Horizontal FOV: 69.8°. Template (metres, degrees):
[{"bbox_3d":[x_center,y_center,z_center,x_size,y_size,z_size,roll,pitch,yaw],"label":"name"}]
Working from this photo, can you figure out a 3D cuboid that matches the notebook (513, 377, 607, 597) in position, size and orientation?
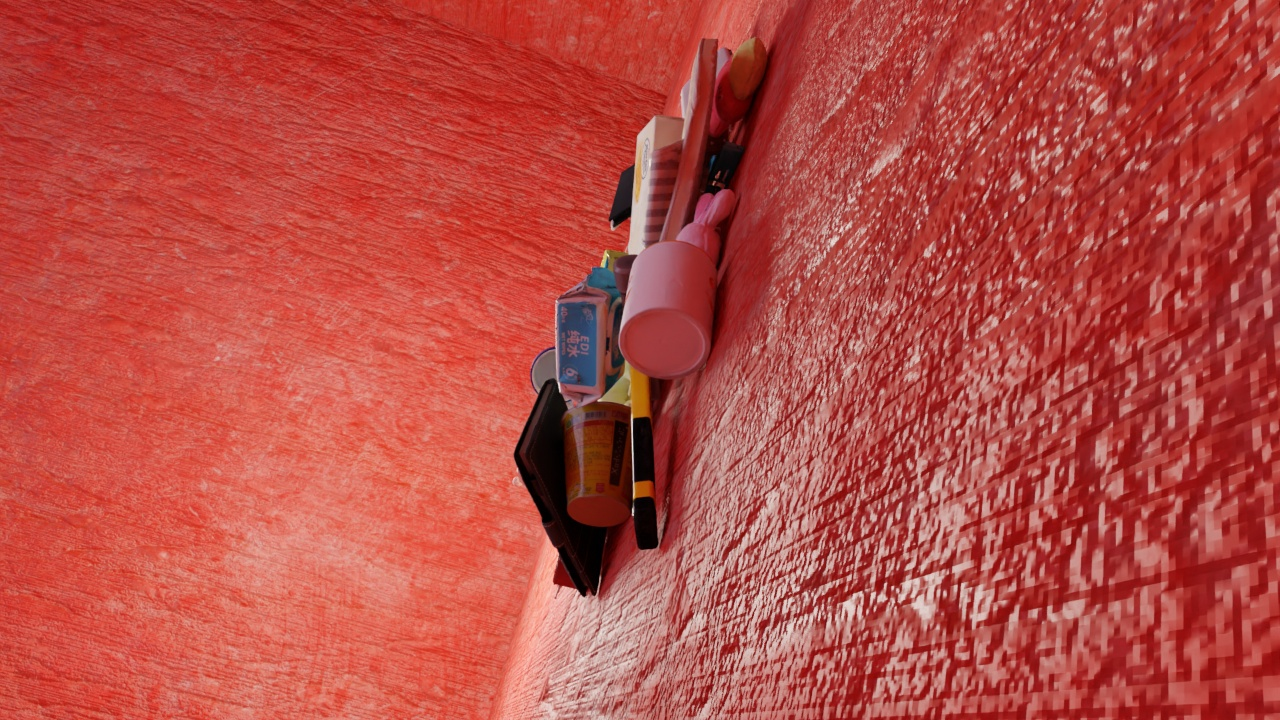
[{"bbox_3d":[-0.085,0.149,1.066,0.169,0.029,0.209,-77,-32,-60],"label":"notebook"}]

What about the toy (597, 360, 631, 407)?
[{"bbox_3d":[-0.007,0.006,1.103,0.170,0.064,0.155,-69,14,-8],"label":"toy"}]

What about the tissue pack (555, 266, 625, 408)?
[{"bbox_3d":[-0.050,-0.028,1.002,0.092,0.062,0.144,-45,-42,-66],"label":"tissue pack"}]

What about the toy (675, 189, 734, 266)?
[{"bbox_3d":[0.059,-0.119,0.912,0.063,0.047,0.110,166,125,-76],"label":"toy"}]

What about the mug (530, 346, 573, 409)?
[{"bbox_3d":[-0.106,0.036,1.245,0.076,0.075,0.112,-161,52,-83],"label":"mug"}]

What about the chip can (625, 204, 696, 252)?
[{"bbox_3d":[0.019,-0.175,1.370,0.230,0.080,0.079,117,169,-65],"label":"chip can"}]

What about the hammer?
[{"bbox_3d":[0.002,0.049,0.871,0.323,0.034,0.170,-92,-5,-53],"label":"hammer"}]

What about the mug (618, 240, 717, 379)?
[{"bbox_3d":[0.026,-0.046,0.824,0.105,0.082,0.082,-80,8,-50],"label":"mug"}]

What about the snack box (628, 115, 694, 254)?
[{"bbox_3d":[0.026,-0.177,1.100,0.104,0.057,0.208,-175,89,-78],"label":"snack box"}]

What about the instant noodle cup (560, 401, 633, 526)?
[{"bbox_3d":[-0.044,0.118,1.012,0.101,0.100,0.112,114,164,-52],"label":"instant noodle cup"}]

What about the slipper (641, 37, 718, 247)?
[{"bbox_3d":[0.041,-0.207,0.976,0.114,0.054,0.272,8,-86,-79],"label":"slipper"}]

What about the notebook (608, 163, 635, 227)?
[{"bbox_3d":[0.037,-0.270,1.270,0.169,0.019,0.231,-31,21,18],"label":"notebook"}]

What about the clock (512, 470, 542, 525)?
[{"bbox_3d":[-0.101,0.152,1.241,0.086,0.131,0.161,-78,8,-47],"label":"clock"}]

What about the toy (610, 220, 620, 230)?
[{"bbox_3d":[0.023,-0.228,1.414,0.097,0.124,0.131,66,165,7],"label":"toy"}]

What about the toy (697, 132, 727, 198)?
[{"bbox_3d":[0.078,-0.240,1.117,0.055,0.041,0.102,39,137,41],"label":"toy"}]

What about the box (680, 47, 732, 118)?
[{"bbox_3d":[0.093,-0.351,1.209,0.118,0.063,0.213,-52,13,27],"label":"box"}]

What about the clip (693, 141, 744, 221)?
[{"bbox_3d":[0.088,-0.208,1.031,0.118,0.033,0.120,-74,4,-55],"label":"clip"}]

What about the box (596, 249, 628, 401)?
[{"bbox_3d":[-0.030,-0.027,1.260,0.125,0.079,0.220,116,160,-68],"label":"box"}]

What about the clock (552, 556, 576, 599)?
[{"bbox_3d":[-0.082,0.245,1.184,0.087,0.044,0.125,-79,3,-58],"label":"clock"}]

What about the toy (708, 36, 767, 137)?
[{"bbox_3d":[0.105,-0.305,1.028,0.135,0.045,0.091,133,156,-65],"label":"toy"}]
